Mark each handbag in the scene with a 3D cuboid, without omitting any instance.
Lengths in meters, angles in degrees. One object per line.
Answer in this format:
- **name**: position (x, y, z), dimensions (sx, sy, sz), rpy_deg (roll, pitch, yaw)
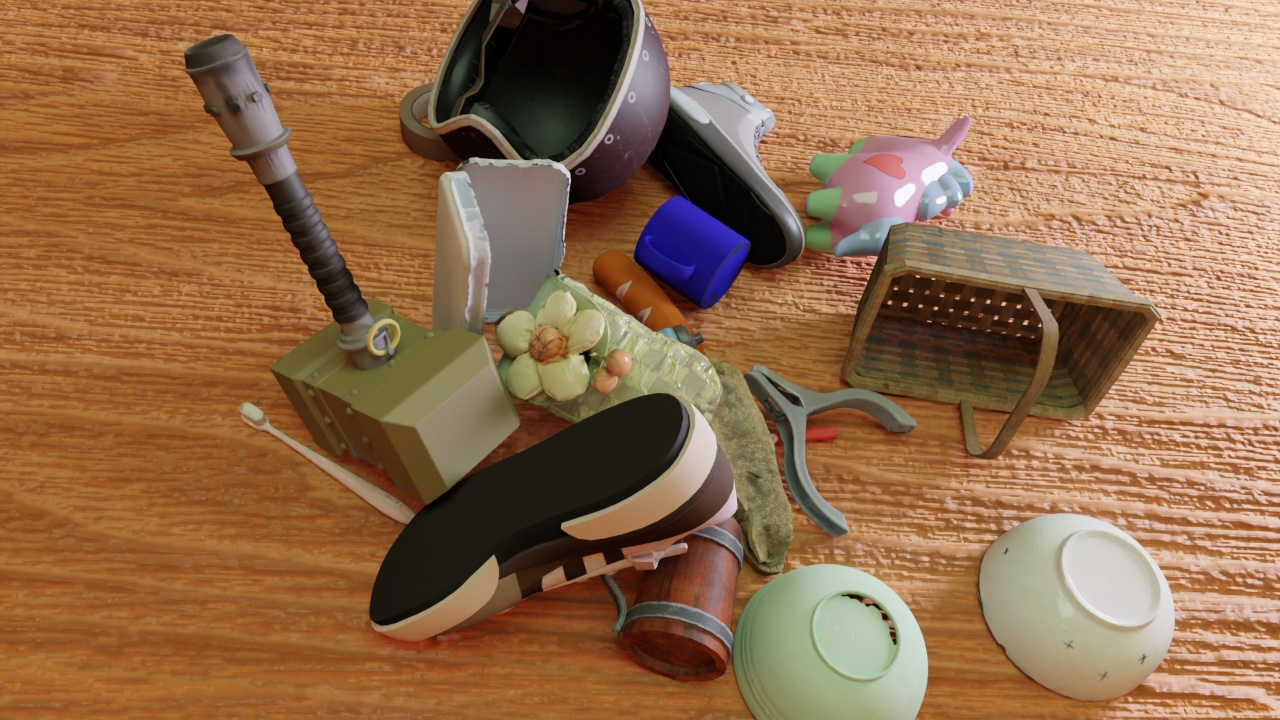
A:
- **handbag**: position (-0.028, 0.008, 0.731), dimensions (0.186, 0.117, 0.113), rpy_deg (28, 88, 6)

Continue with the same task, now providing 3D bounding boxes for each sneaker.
- **sneaker**: position (-0.059, 0.132, 0.664), dimensions (0.294, 0.116, 0.111), rpy_deg (-32, 34, 16)
- **sneaker**: position (0.117, -0.212, 0.988), dimensions (0.160, 0.093, 0.256), rpy_deg (-26, 64, -34)

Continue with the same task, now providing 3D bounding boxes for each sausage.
- **sausage**: position (0.011, -0.044, 0.873), dimensions (0.044, 0.039, 0.164), rpy_deg (-30, 64, -16)

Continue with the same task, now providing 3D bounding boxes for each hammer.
- **hammer**: position (-0.224, -0.067, 0.653), dimensions (0.190, 0.325, 0.100), rpy_deg (17, 48, 39)

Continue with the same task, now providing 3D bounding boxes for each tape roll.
- **tape roll**: position (-0.213, -0.260, 0.994), dimensions (0.093, 0.030, 0.093), rpy_deg (4, 54, -6)

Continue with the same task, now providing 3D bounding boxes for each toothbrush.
- **toothbrush**: position (-0.257, 0.085, 0.752), dimensions (0.181, 0.018, 0.015), rpy_deg (30, 58, 11)

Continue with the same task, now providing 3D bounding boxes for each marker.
- **marker**: position (0.110, 0.071, 0.823), dimensions (0.142, 0.013, 0.012), rpy_deg (-5, 56, -12)

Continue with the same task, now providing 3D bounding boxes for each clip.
- **clip**: position (0.160, 0.087, 0.798), dimensions (0.169, 0.031, 0.164), rpy_deg (16, 60, -9)

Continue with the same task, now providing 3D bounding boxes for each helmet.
- **helmet**: position (-0.092, -0.279, 0.887), dimensions (0.253, 0.234, 0.233), rpy_deg (24, 77, -30)

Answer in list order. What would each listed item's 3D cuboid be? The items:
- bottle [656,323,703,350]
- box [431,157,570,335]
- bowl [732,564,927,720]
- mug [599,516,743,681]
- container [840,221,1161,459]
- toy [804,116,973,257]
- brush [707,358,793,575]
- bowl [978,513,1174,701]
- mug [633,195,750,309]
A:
- **bottle**: position (-0.005, 0.005, 0.810), dimensions (0.130, 0.040, 0.040), rpy_deg (-23, 60, 1)
- **box**: position (-0.121, -0.061, 0.759), dimensions (0.129, 0.211, 0.105), rpy_deg (-5, 58, -11)
- **bowl**: position (0.150, 0.217, 0.688), dimensions (0.151, 0.077, 0.150), rpy_deg (4, 55, -6)
- **mug**: position (0.019, 0.169, 0.700), dimensions (0.117, 0.082, 0.110), rpy_deg (16, 50, 3)
- **container**: position (0.321, -0.013, 0.833), dimensions (0.250, 0.158, 0.186), rpy_deg (9, 43, -3)
- **toy**: position (0.260, -0.170, 0.957), dimensions (0.171, 0.120, 0.221), rpy_deg (5, 41, 10)
- **brush**: position (0.086, 0.086, 0.781), dimensions (0.059, 0.043, 0.195), rpy_deg (-9, 66, -13)
- **bowl**: position (0.363, 0.189, 0.745), dimensions (0.153, 0.073, 0.153), rpy_deg (4, 56, -7)
- **mug**: position (0.043, -0.101, 0.883), dimensions (0.083, 0.079, 0.111), rpy_deg (36, 29, 16)
